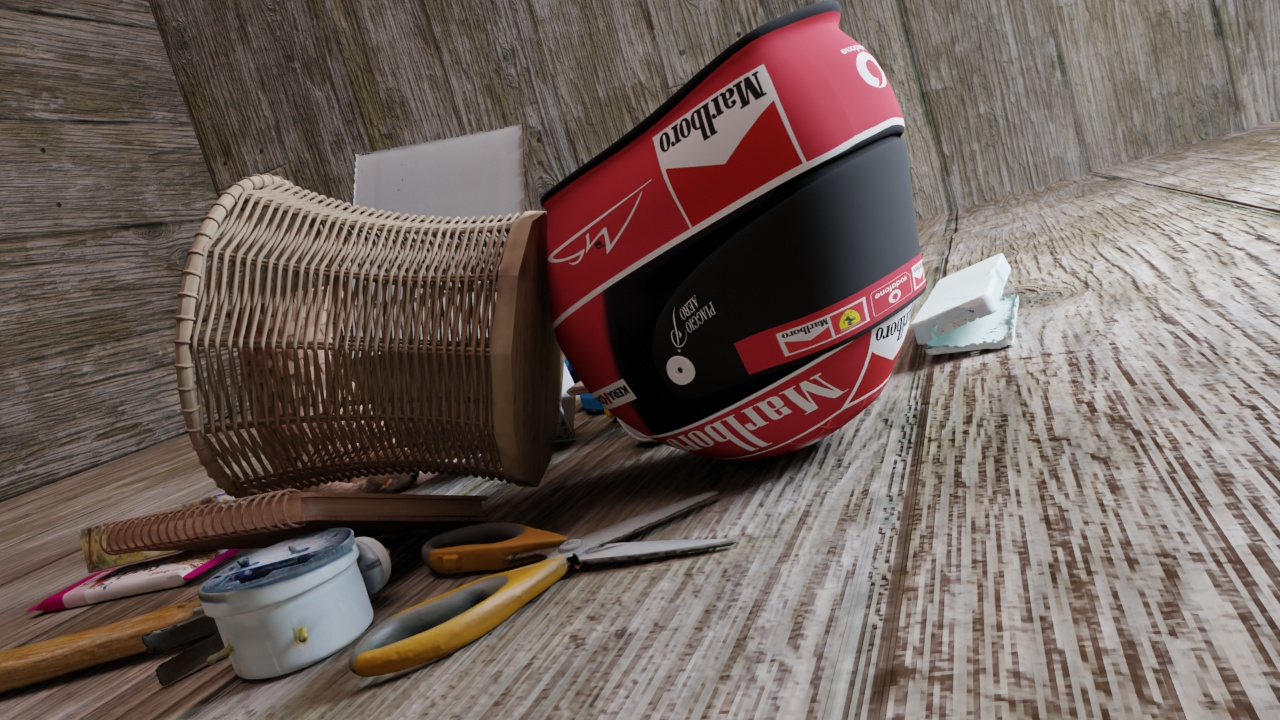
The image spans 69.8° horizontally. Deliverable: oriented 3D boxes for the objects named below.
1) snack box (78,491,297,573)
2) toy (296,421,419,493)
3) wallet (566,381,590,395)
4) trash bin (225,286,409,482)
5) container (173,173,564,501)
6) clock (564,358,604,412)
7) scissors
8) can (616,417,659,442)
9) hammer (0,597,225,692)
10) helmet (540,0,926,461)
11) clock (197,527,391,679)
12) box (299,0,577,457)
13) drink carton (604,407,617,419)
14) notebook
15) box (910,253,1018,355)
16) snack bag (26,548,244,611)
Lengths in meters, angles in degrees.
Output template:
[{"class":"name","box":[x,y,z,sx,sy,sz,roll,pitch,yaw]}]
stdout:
[{"class":"snack box","box":[-0.394,0.145,0.837,0.148,0.040,0.143,-15,-2,14]},{"class":"toy","box":[-0.262,0.104,0.867,0.106,0.074,0.085,4,43,9]},{"class":"wallet","box":[-0.005,0.005,0.853,0.088,0.013,0.120,-9,13,27]},{"class":"trash bin","box":[-0.339,0.032,0.981,0.151,0.210,0.151,-16,7,2]},{"class":"container","box":[-0.164,-0.012,0.634,0.196,0.227,0.226,2,9,5]},{"class":"clock","box":[-0.023,0.010,1.000,0.116,0.060,0.162,-22,13,-31]},{"class":"scissors","box":[-0.060,0.112,0.491,0.226,0.016,0.225,-10,9,32]},{"class":"can","box":[0.043,0.016,0.763,0.128,0.072,0.072,-22,9,-36]},{"class":"hammer","box":[-0.373,0.189,0.579,0.331,0.033,0.132,-17,8,7]},{"class":"helmet","box":[0.067,-0.051,0.587,0.272,0.224,0.197,-28,1,40]},{"class":"clock","box":[-0.187,0.126,0.508,0.083,0.057,0.117,-16,7,9]},{"class":"box","box":[-0.178,-0.104,0.794,0.167,0.413,0.149,-8,13,10]},{"class":"drink carton","box":[0.024,0.021,0.894,0.122,0.041,0.058,-21,8,-25]},{"class":"notebook","box":[-0.238,0.112,0.630,0.211,0.022,0.169,-13,-15,30]},{"class":"box","box":[0.281,-0.048,0.792,0.085,0.070,0.198,7,17,21]},{"class":"snack bag","box":[-0.433,0.186,0.791,0.197,0.016,0.070,-14,9,20]}]
